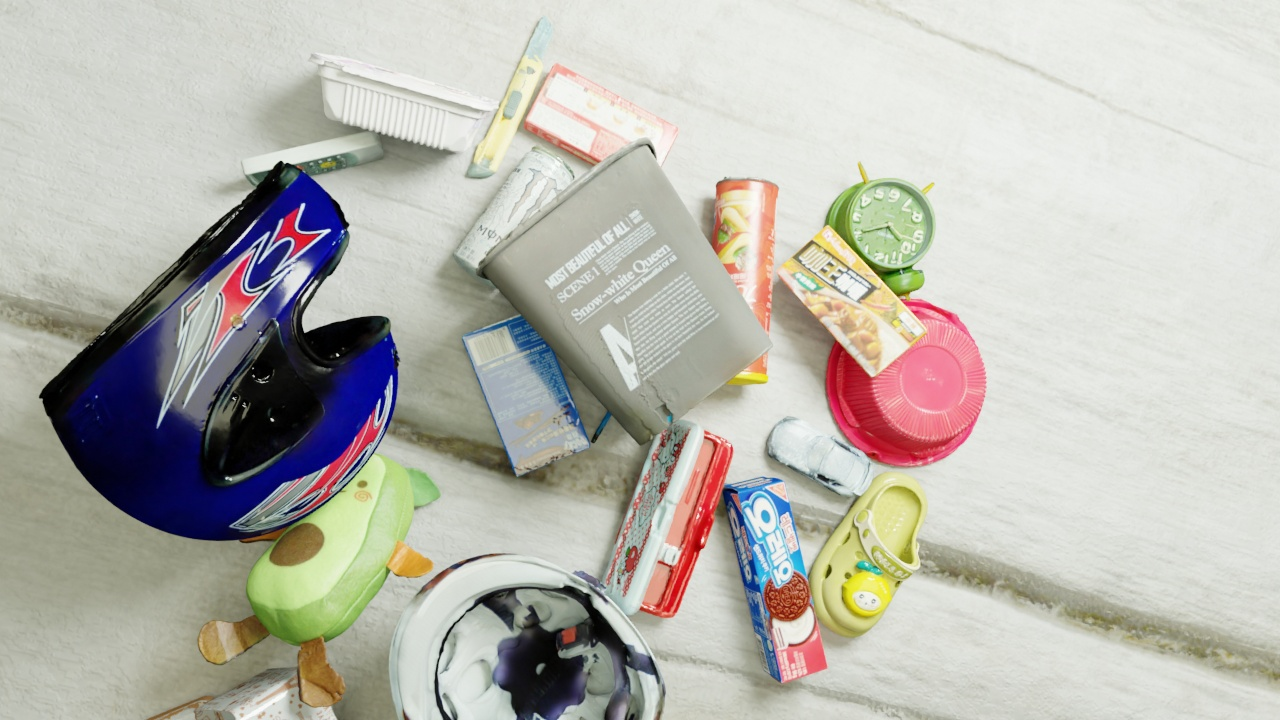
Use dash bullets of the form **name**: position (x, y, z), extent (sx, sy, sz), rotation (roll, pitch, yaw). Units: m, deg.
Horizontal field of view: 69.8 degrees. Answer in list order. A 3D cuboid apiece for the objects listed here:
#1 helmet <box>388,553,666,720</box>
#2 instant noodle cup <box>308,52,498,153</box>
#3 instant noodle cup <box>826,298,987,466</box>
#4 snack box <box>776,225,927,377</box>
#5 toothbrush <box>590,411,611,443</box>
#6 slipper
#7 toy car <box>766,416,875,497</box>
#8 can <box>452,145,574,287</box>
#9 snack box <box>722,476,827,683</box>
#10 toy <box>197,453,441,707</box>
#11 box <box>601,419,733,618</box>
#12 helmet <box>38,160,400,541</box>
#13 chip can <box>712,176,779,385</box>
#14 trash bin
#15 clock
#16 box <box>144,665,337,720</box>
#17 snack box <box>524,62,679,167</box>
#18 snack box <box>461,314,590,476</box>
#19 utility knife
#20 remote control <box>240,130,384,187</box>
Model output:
- **helmet**: position (-0.109, 0.304, 0.883), extent (0.258, 0.146, 0.228), rotation (38, 80, 2)
- **instant noodle cup**: position (-0.234, -0.254, 0.915), extent (0.173, 0.138, 0.060), rotation (12, 106, -8)
- **instant noodle cup**: position (0.306, 0.022, 1.012), extent (0.193, 0.066, 0.193), rotation (1, 85, -9)
- **snack box**: position (0.221, -0.062, 0.968), extent (0.075, 0.026, 0.153), rotation (-42, 79, 9)
- **toothbrush**: position (-0.006, 0.006, 0.987), extent (0.016, 0.014, 0.189), rotation (32, 83, -5)
- **slipper**: position (0.253, 0.206, 0.984), extent (0.091, 0.082, 0.190), rotation (31, 79, -4)
- **toy car**: position (0.197, 0.106, 1.003), extent (0.120, 0.037, 0.054), rotation (28, 82, -3)
- **can**: position (-0.131, -0.149, 0.953), extent (0.058, 0.058, 0.146), rotation (35, 82, -6)
- **snack box**: position (0.140, 0.229, 0.974), extent (0.058, 0.057, 0.207), rotation (-13, 88, -13)
- **toy**: position (-0.292, 0.187, 0.861), extent (0.227, 0.090, 0.246), rotation (9, 52, 21)
- **box**: position (0.032, 0.164, 0.938), extent (0.095, 0.101, 0.201), rotation (21, 83, -7)
- **helmet**: position (-0.337, 0.012, 0.820), extent (0.240, 0.248, 0.315), rotation (46, 74, -26)
- **chip can**: position (0.108, -0.083, 0.981), extent (0.073, 0.073, 0.216), rotation (6, 86, -9)
- **trash bin**: position (-0.004, -0.056, 0.864), extent (0.199, 0.198, 0.220), rotation (-37, 89, 5)
- **clock**: position (0.266, -0.131, 1.019), extent (0.116, 0.056, 0.161), rotation (13, 85, -7)
- **box**: position (-0.377, 0.400, 0.860), extent (0.273, 0.130, 0.179), rotation (-22, 91, 19)
- **snack box**: position (-0.042, -0.251, 0.991), extent (0.153, 0.025, 0.075), rotation (26, 81, -7)
- **snack box**: position (-0.119, 0.033, 0.959), extent (0.084, 0.026, 0.157), rotation (-21, 90, -10)
- **utility knife**: position (-0.135, -0.281, 0.987), extent (0.031, 0.020, 0.195), rotation (24, 78, -13)
- **remote control**: position (-0.328, -0.202, 0.926), extent (0.135, 0.056, 0.019), rotation (-16, 89, -11)
